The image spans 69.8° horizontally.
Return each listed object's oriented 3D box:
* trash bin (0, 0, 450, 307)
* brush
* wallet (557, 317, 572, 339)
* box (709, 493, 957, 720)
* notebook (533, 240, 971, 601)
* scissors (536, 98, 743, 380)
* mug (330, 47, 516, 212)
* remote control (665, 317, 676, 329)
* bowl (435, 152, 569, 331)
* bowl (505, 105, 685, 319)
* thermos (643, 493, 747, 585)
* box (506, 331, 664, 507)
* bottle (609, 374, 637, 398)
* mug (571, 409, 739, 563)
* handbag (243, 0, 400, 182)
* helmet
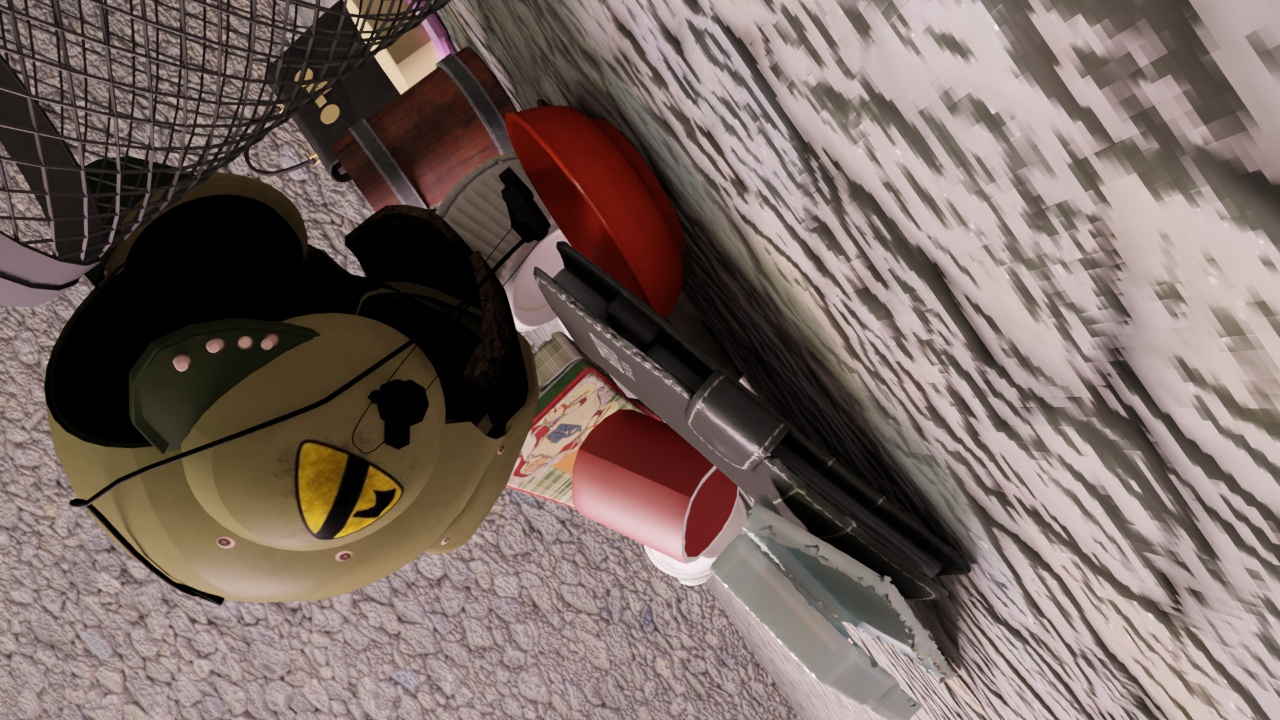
[{"bbox_3d":[-0.189,-0.173,0.324,0.217,0.227,0.218,54,173,9],"label":"trash bin"},{"bbox_3d":[-0.181,-0.236,0.733,0.089,0.043,0.229,55,173,0],"label":"brush"},{"bbox_3d":[-0.052,-0.024,0.877,0.115,0.037,0.118,65,174,-19],"label":"wallet"},{"bbox_3d":[0.092,0.125,0.427,0.084,0.067,0.199,11,160,31],"label":"box"},{"bbox_3d":[0.043,0.036,0.430,0.209,0.029,0.169,37,173,9],"label":"notebook"},{"bbox_3d":[-0.008,-0.047,0.521,0.179,0.015,0.199,35,149,40],"label":"scissors"},{"bbox_3d":[-0.134,-0.132,0.627,0.117,0.111,0.081,58,173,-27],"label":"mug"},{"bbox_3d":[0.040,0.015,0.576,0.028,0.011,0.124,46,169,52],"label":"remote control"},{"bbox_3d":[-0.077,-0.069,0.599,0.062,0.115,0.115,35,165,26],"label":"bowl"},{"bbox_3d":[-0.015,-0.072,0.433,0.122,0.035,0.122,53,173,9],"label":"bowl"},{"bbox_3d":[0.051,0.166,0.897,0.099,0.099,0.221,53,170,10],"label":"thermos"},{"bbox_3d":[-0.057,0.054,0.723,0.050,0.117,0.205,51,-178,22],"label":"box"},{"bbox_3d":[-0.017,-0.023,0.638,0.112,0.047,0.047,52,173,21],"label":"bottle"},{"bbox_3d":[0.021,0.084,0.690,0.097,0.116,0.081,20,125,29],"label":"mug"},{"bbox_3d":[-0.325,-0.260,0.954,0.175,0.195,0.072,51,173,25],"label":"handbag"},{"bbox_3d":[-0.166,0.004,0.486,0.250,0.255,0.233,41,159,41],"label":"helmet"}]
